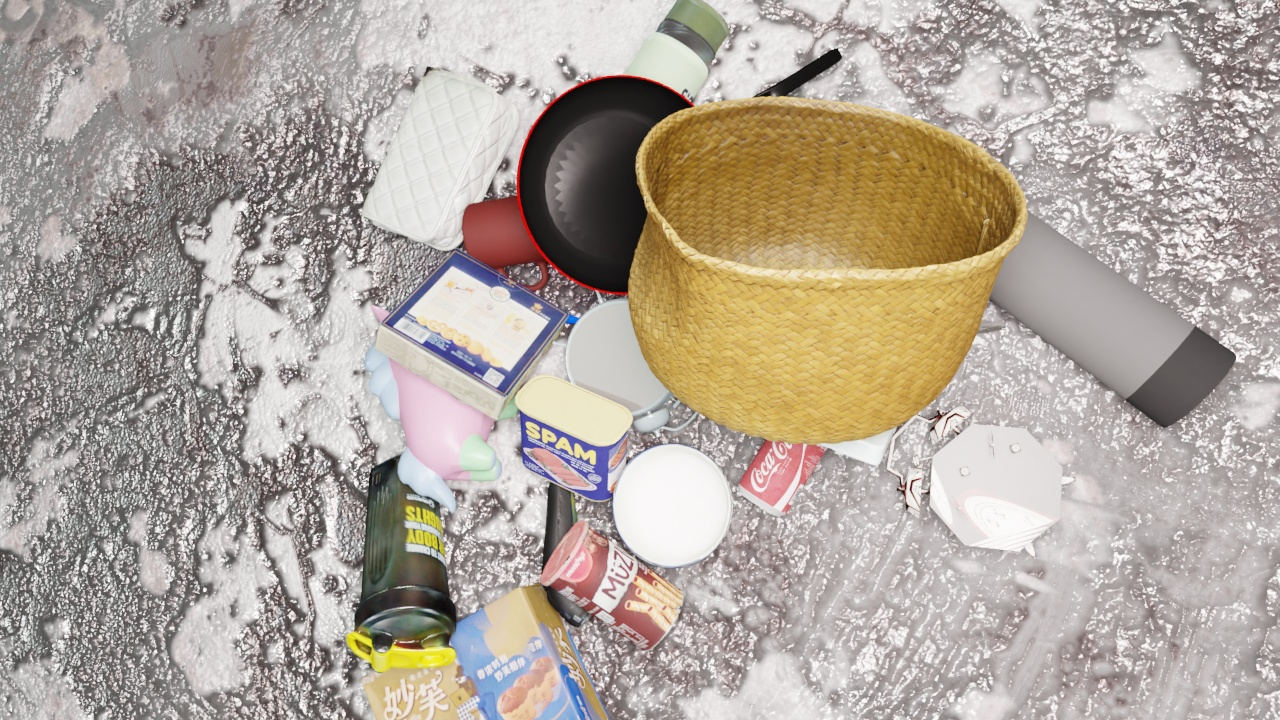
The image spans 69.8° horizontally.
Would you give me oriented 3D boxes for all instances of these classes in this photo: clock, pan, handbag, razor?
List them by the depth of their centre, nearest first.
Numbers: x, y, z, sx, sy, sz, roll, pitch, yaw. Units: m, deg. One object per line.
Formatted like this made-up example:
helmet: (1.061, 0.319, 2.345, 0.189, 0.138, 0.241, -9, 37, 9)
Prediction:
clock: (0.297, 0.104, 0.821, 0.155, 0.065, 0.114, 27, 90, 19)
pan: (0.043, -0.211, 0.911, 0.356, 0.067, 0.209, -33, 104, -7)
clock: (-0.005, 0.006, 0.933, 0.159, 0.045, 0.122, 41, 100, 8)
razor: (-0.069, 0.195, 0.936, 0.067, 0.054, 0.151, -2, 71, -10)
handbag: (-0.226, -0.224, 1.038, 0.139, 0.072, 0.195, 26, 90, 28)

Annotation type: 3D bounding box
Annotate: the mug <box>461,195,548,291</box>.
mug: (-0.137, -0.125, 0.998, 0.083, 0.073, 0.106, -7, 107, 16)

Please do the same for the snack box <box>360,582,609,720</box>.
snack box: (-0.158, 0.341, 0.923, 0.203, 0.069, 0.155, -31, 72, 10)

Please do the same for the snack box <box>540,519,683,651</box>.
snack box: (-0.026, 0.215, 0.877, 0.121, 0.072, 0.072, 37, 93, -8)

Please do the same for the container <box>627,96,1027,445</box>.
container: (0.141, -0.076, 0.776, 0.307, 0.197, 0.306, 0, 41, 0)

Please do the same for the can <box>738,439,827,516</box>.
can: (0.139, 0.097, 0.878, 0.054, 0.054, 0.096, 32, 91, 19)

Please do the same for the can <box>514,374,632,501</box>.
can: (-0.067, 0.080, 0.920, 0.116, 0.092, 0.056, 22, 45, 19)

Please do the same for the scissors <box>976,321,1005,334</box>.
scissors: (0.257, -0.035, 0.882, 0.171, 0.012, 0.121, -34, 75, 13)

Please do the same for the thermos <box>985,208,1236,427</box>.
thermos: (0.386, -0.048, 0.809, 0.240, 0.082, 0.082, 42, 95, 19)

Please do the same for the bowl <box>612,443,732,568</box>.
bowl: (0.037, 0.142, 0.898, 0.118, 0.062, 0.118, -3, 80, 18)

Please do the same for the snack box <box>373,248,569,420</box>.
snack box: (-0.168, -0.030, 0.935, 0.144, 0.144, 0.043, 30, 135, 3)

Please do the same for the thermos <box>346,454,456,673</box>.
thermos: (-0.239, 0.202, 0.922, 0.098, 0.098, 0.220, -26, 47, 12)

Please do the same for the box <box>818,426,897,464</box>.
box: (0.139, 0.032, 0.847, 0.197, 0.134, 0.041, 21, 115, 19)

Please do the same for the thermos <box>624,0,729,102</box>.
thermos: (0.006, -0.273, 0.970, 0.082, 0.082, 0.231, 33, 92, 19)

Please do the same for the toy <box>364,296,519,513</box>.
toy: (-0.218, 0.043, 0.966, 0.171, 0.120, 0.221, 11, 68, 5)

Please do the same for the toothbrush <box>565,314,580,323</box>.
toothbrush: (-0.101, -0.048, 0.996, 0.183, 0.018, 0.016, 12, 109, 19)
